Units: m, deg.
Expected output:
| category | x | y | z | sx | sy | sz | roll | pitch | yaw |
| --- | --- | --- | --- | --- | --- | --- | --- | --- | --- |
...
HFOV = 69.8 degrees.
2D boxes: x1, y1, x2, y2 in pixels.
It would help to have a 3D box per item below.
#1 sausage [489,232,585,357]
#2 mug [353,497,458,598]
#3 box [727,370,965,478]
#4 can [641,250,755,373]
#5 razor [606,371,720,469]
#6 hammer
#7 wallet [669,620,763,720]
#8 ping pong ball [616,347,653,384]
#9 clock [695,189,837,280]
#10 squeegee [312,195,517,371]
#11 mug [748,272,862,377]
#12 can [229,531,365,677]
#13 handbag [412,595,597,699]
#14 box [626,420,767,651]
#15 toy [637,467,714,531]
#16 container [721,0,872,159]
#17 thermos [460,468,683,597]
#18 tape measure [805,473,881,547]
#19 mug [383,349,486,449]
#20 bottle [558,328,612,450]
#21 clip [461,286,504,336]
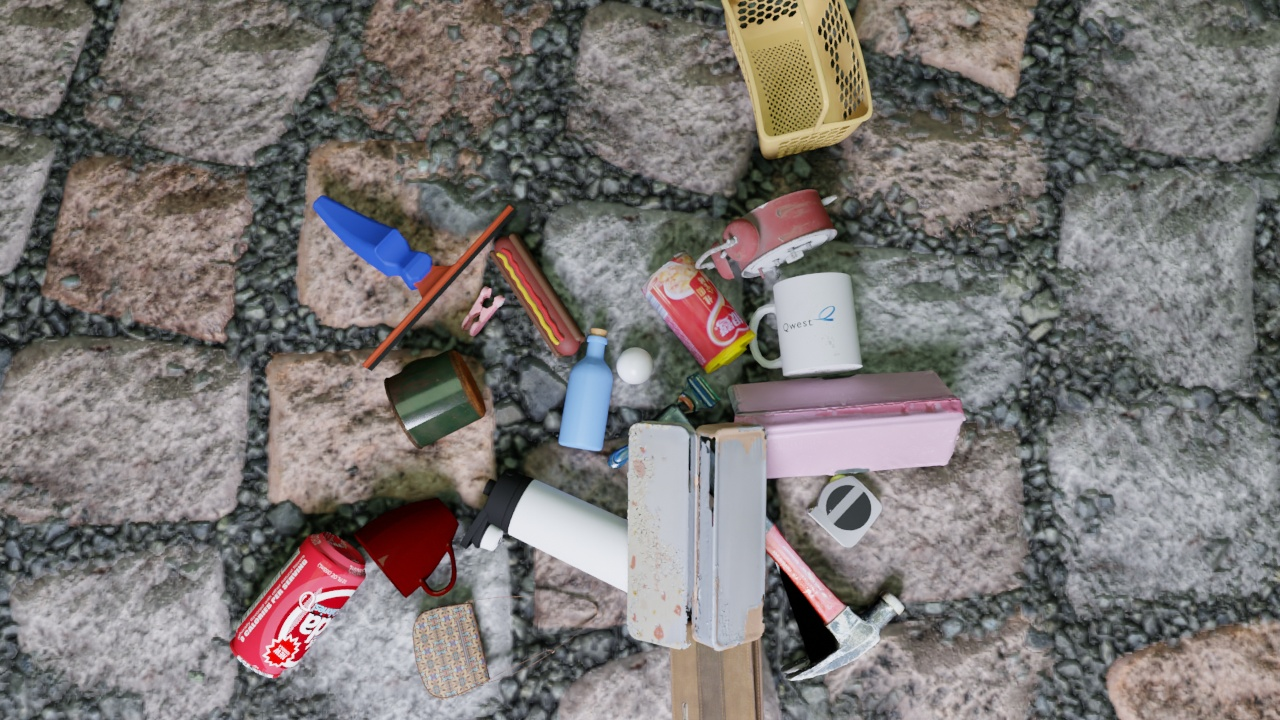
| category | x | y | z | sx | sy | sz | roll | pitch | yaw |
| --- | --- | --- | --- | --- | --- | --- | --- | --- | --- |
| sausage | -0.114 | -0.072 | 1.017 | 0.040 | 0.040 | 0.155 | -33 | 82 | -3 |
| mug | -0.228 | 0.195 | 0.960 | 0.088 | 0.087 | 0.114 | -39 | 65 | -22 |
| box | 0.211 | 0.055 | 0.980 | 0.232 | 0.099 | 0.106 | -5 | 49 | 2 |
| can | 0.062 | -0.051 | 0.994 | 0.066 | 0.067 | 0.124 | -38 | 82 | -4 |
| razor | 0.020 | 0.071 | 1.002 | 0.141 | 0.018 | 0.044 | -38 | 83 | 0 |
| hammer | 0.120 | 0.183 | 0.943 | 0.140 | 0.036 | 0.326 | -41 | 94 | -3 |
| wallet | 0.077 | 0.331 | 0.942 | 0.099 | 0.026 | 0.121 | -5 | 82 | 30 |
| ping pong ball | -0.006 | 0.006 | 1.001 | 0.040 | 0.040 | 0.040 | 0 | 81 | 2 |
| clock | 0.134 | -0.122 | 0.974 | 0.156 | 0.110 | 0.062 | -20 | 81 | -17 |
| squeegee | -0.287 | -0.126 | 1.023 | 0.185 | 0.055 | 0.248 | 35 | 67 | 6 |
| mug | 0.172 | -0.033 | 0.988 | 0.120 | 0.083 | 0.096 | -10 | 80 | 28 |
| can | -0.355 | 0.253 | 0.959 | 0.074 | 0.074 | 0.142 | 38 | 84 | 7 |
| handbag | -0.142 | 0.289 | 0.974 | 0.195 | 0.043 | 0.093 | -15 | 78 | -9 |
| box | 0.054 | 0.167 | 0.901 | 0.114 | 0.096 | 0.217 | 0 | 92 | -34 |
| toy | 0.046 | 0.147 | 0.978 | 0.112 | 0.050 | 0.087 | 21 | 82 | -1 |
| container | 0.168 | -0.325 | 0.980 | 0.129 | 0.167 | 0.183 | -14 | 81 | 0 |
| thermos | -0.067 | 0.198 | 0.965 | 0.230 | 0.068 | 0.101 | 24 | 96 | 6 |
| tape measure | 0.218 | 0.159 | 0.983 | 0.064 | 0.017 | 0.065 | 43 | 85 | 7 |
| mug | -0.222 | 0.031 | 0.990 | 0.081 | 0.085 | 0.111 | -26 | 47 | -4 |
| bottle | -0.055 | 0.030 | 0.995 | 0.048 | 0.048 | 0.131 | 8 | 82 | 3 |
| clip | -0.181 | -0.058 | 1.026 | 0.060 | 0.023 | 0.044 | -36 | 78 | -5 |
